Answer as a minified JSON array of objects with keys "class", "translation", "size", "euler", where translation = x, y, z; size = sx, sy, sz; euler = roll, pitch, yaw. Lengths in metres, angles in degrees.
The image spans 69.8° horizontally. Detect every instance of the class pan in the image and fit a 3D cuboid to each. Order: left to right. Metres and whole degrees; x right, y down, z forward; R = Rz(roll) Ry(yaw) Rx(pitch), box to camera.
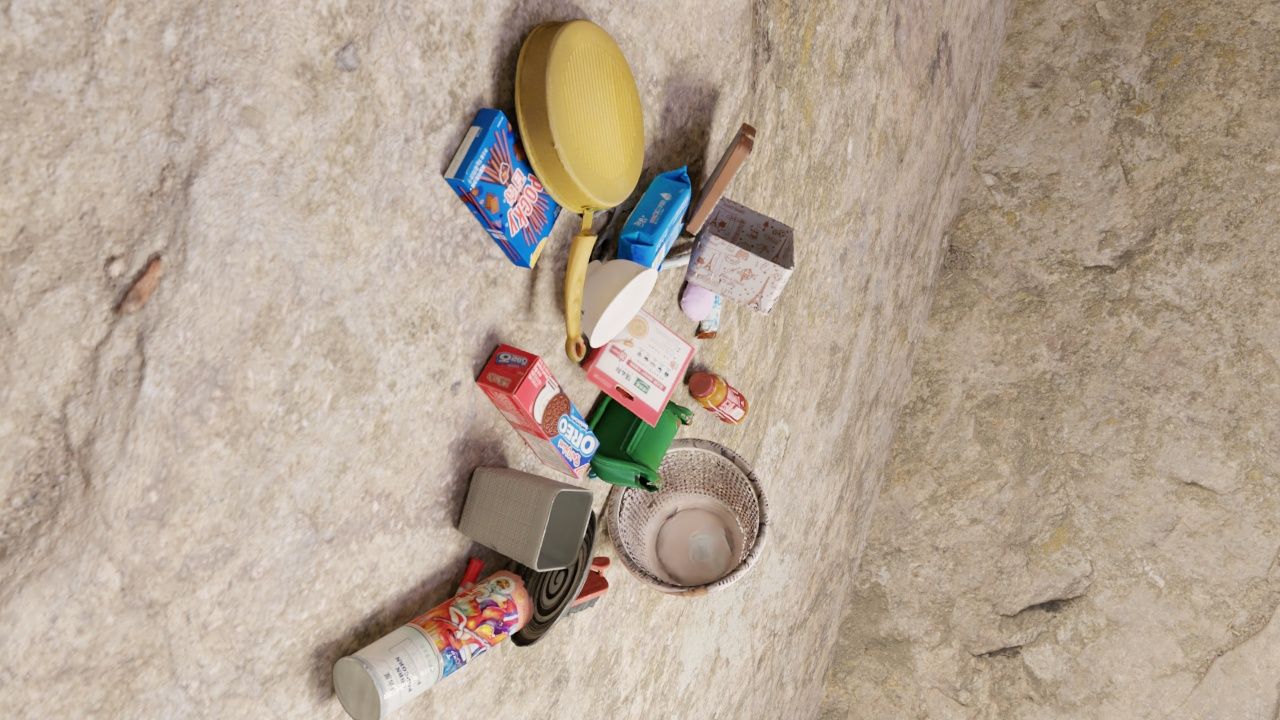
[{"class":"pan","translation":[-0.064,-0.175,0.977],"size":[0.197,0.078,0.357],"euler":[-20,105,-59]}]

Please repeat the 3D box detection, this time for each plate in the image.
[{"class":"plate","translation":[-0.096,0.254,1.076],"size":[0.024,0.180,0.179],"euler":[31,70,-20]}]

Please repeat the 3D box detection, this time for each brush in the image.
[{"class":"brush","translation":[-0.085,0.292,1.210],"size":[0.069,0.063,0.145],"euler":[-64,155,7]}]

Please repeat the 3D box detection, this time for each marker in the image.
[{"class":"marker","translation":[-0.211,0.289,1.020],"size":[0.145,0.017,0.017],"euler":[-66,152,-17]},{"class":"marker","translation":[0.048,-0.138,1.282],"size":[0.145,0.017,0.017],"euler":[-21,122,-52]}]

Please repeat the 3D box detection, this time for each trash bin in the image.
[{"class":"trash bin","translation":[0.076,0.252,1.359],"size":[0.192,0.227,0.227],"euler":[75,38,-64]}]

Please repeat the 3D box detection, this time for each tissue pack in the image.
[{"class":"tissue pack","translation":[0.016,-0.170,1.161],"size":[0.156,0.052,0.095],"euler":[-59,170,-28]}]

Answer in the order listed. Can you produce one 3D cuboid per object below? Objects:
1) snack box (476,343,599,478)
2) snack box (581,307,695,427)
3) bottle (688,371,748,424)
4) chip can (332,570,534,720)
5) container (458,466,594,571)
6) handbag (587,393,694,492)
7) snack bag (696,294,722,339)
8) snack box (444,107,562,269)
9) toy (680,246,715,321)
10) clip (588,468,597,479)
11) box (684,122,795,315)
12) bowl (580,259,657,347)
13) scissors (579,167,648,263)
[{"class":"snack box","translation":[-0.112,0.063,1.049],"size":[0.057,0.058,0.207],"euler":[-60,149,-22]},{"class":"snack box","translation":[-0.007,0.007,1.169],"size":[0.113,0.044,0.126],"euler":[37,64,-16]},{"class":"bottle","translation":[0.126,0.059,1.497],"size":[0.175,0.057,0.057],"euler":[36,71,-61]},{"class":"chip can","translation":[-0.206,0.290,0.948],"size":[0.214,0.071,0.071],"euler":[-20,121,-52]},{"class":"container","translation":[-0.128,0.169,1.009],"size":[0.090,0.114,0.090],"euler":[19,87,-63]},{"class":"handbag","translation":[-0.004,0.100,1.205],"size":[0.131,0.120,0.068],"euler":[-62,156,-28]},{"class":"snack bag","translation":[0.112,-0.083,1.435],"size":[0.048,0.026,0.104],"euler":[-5,107,-49]},{"class":"snack box","translation":[-0.133,-0.169,0.926],"size":[0.084,0.026,0.157],"euler":[-66,152,-19]},{"class":"toy","translation":[0.091,-0.111,1.367],"size":[0.083,0.039,0.108],"euler":[26,81,-44]},{"class":"clip","translation":[-0.053,0.142,1.248],"size":[0.056,0.015,0.049],"euler":[-46,144,-42]},{"class":"box","translation":[0.151,-0.202,1.247],"size":[0.182,0.157,0.193],"euler":[-73,-170,-61]},{"class":"bowl","translation":[-0.042,-0.080,1.084],"size":[0.118,0.065,0.118],"euler":[-47,169,-13]},{"class":"scissors","translation":[-0.029,-0.185,1.130],"size":[0.170,0.014,0.159],"euler":[30,76,-64]}]
